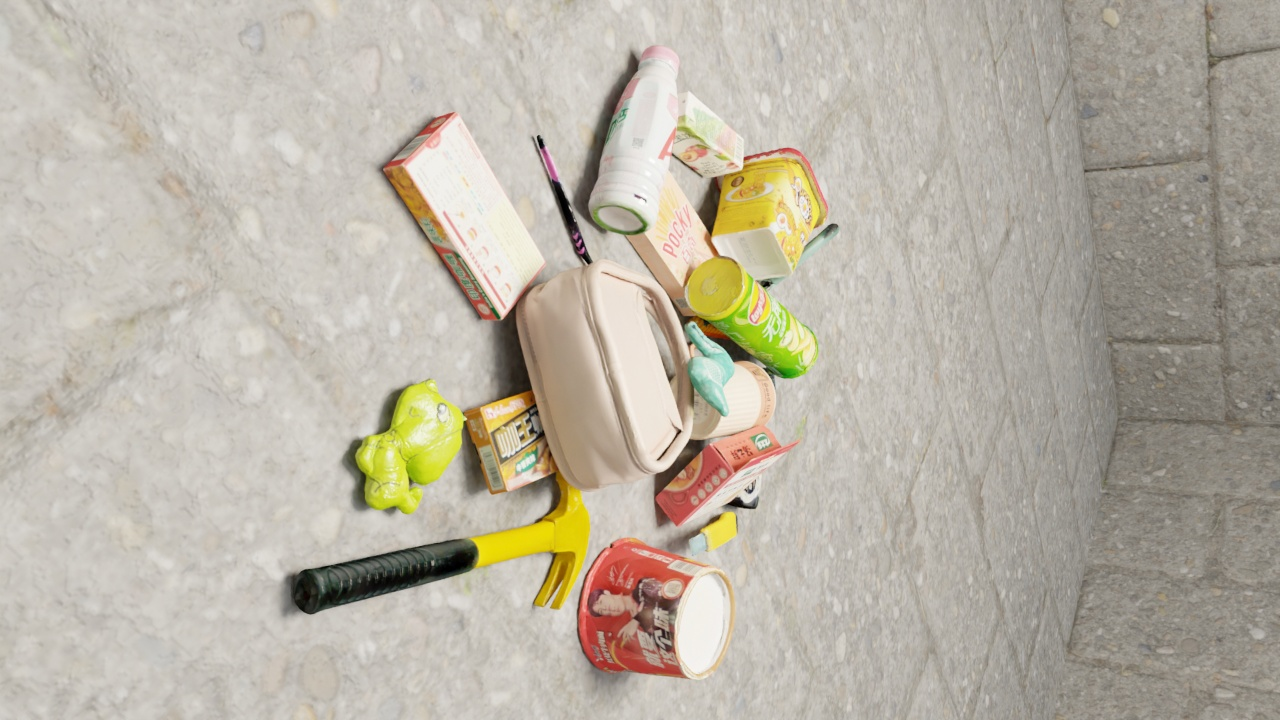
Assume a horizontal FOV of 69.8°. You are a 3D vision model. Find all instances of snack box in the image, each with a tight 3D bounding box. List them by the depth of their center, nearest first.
[{"bbox_3d":[-0.139,-0.116,0.755,0.076,0.027,0.156,-58,134,-35],"label":"snack box"},{"bbox_3d":[-0.084,0.061,0.820,0.153,0.026,0.075,-18,91,-51],"label":"snack box"},{"bbox_3d":[0.037,-0.127,0.992,0.157,0.026,0.084,51,52,-41],"label":"snack box"},{"bbox_3d":[0.095,0.117,0.998,0.113,0.127,0.044,-11,60,-53],"label":"snack box"}]

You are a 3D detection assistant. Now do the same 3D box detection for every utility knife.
[{"bbox_3d":[0.080,0.192,1.021,0.216,0.015,0.033,10,74,-72],"label":"utility knife"}]

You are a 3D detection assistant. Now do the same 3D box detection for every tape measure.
[{"bbox_3d":[0.119,0.142,1.106,0.066,0.034,0.065,31,64,-52],"label":"tape measure"}]

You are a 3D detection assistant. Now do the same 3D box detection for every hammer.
[{"bbox_3d":[-0.143,0.161,0.755,0.300,0.033,0.129,0,90,-53],"label":"hammer"}]

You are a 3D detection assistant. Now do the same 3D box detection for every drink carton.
[{"bbox_3d":[0.062,-0.246,0.999,0.122,0.054,0.045,23,69,-51],"label":"drink carton"}]

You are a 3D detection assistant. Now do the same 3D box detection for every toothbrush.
[{"bbox_3d":[-0.064,-0.123,0.868,0.017,0.014,0.189,-41,123,-34],"label":"toothbrush"}]

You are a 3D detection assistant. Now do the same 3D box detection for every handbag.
[{"bbox_3d":[-0.005,0.005,0.862,0.233,0.094,0.193,-18,91,-61],"label":"handbag"}]

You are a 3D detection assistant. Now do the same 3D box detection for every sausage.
[{"bbox_3d":[0.101,-0.036,1.085,0.165,0.021,0.021,5,87,-53],"label":"sausage"}]

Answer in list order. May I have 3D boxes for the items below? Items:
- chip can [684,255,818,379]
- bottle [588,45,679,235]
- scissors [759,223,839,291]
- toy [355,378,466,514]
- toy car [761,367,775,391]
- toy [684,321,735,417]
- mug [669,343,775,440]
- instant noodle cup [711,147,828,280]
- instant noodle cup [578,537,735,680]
[{"bbox_3d":[0.133,-0.043,1.044,0.221,0.073,0.072,32,65,-52],"label":"chip can"},{"bbox_3d":[0.001,-0.223,0.910,0.068,0.068,0.196,37,59,-47],"label":"bottle"},{"bbox_3d":[0.176,-0.111,1.105,0.019,0.171,0.176,51,51,2],"label":"scissors"},{"bbox_3d":[-0.176,0.068,0.710,0.099,0.031,0.097,-23,109,-46],"label":"toy"},{"bbox_3d":[0.138,0.039,1.128,0.120,0.037,0.054,-14,101,-63],"label":"toy car"},{"bbox_3d":[0.070,0.006,0.938,0.096,0.030,0.091,54,27,-2],"label":"toy"},{"bbox_3d":[0.083,0.031,1.025,0.105,0.082,0.114,-4,68,-52],"label":"mug"},{"bbox_3d":[0.140,-0.161,1.047,0.116,0.116,0.123,56,43,-38],"label":"instant noodle cup"},{"bbox_3d":[0.021,0.252,0.914,0.137,0.109,0.138,-2,92,-53],"label":"instant noodle cup"}]
